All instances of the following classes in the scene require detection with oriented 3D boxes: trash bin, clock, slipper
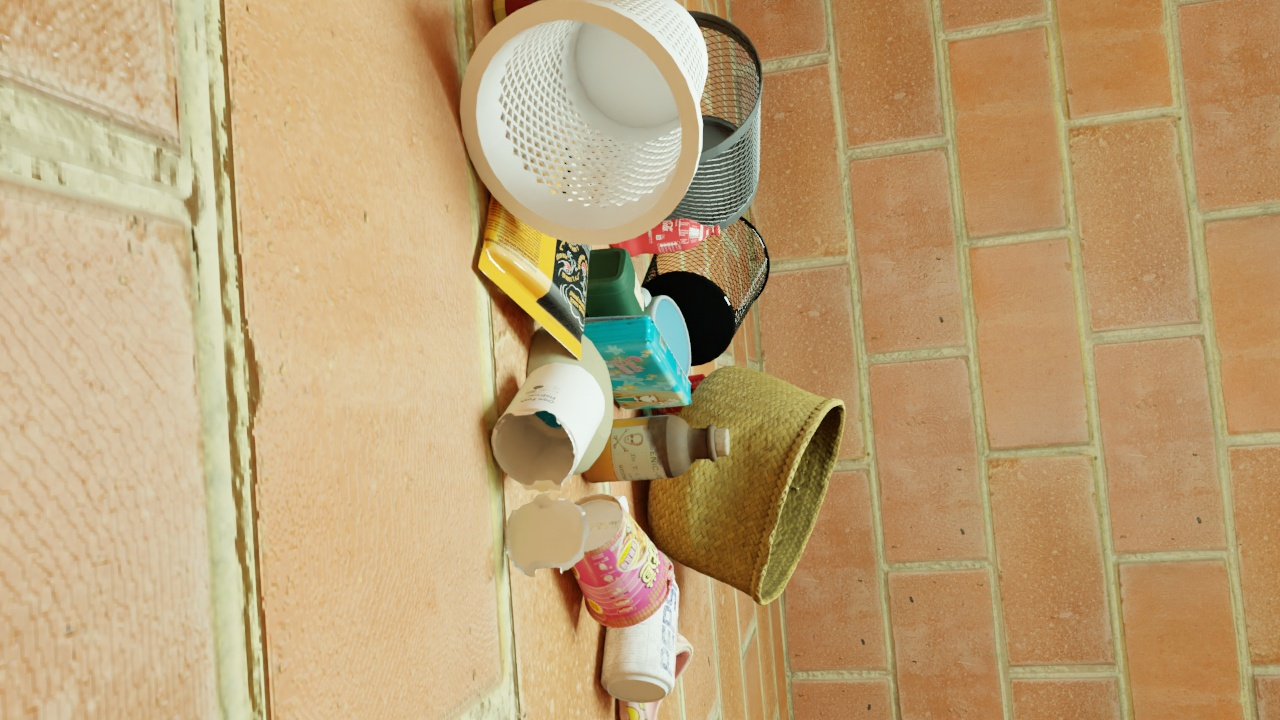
[{"bbox_3d":[0.059,-0.301,1.228,0.227,0.218,0.217,63,24,-68],"label":"trash bin"},{"bbox_3d":[0.004,-0.029,1.189,0.161,0.075,0.121,42,44,-54],"label":"clock"},{"bbox_3d":[-0.025,-0.232,0.796,0.199,0.196,0.196,-65,148,-54],"label":"trash bin"},{"bbox_3d":[0.083,-0.103,1.344,0.209,0.184,0.184,-62,145,-58],"label":"trash bin"},{"bbox_3d":[0.022,0.348,1.081,0.093,0.081,0.196,70,22,-52],"label":"slipper"}]

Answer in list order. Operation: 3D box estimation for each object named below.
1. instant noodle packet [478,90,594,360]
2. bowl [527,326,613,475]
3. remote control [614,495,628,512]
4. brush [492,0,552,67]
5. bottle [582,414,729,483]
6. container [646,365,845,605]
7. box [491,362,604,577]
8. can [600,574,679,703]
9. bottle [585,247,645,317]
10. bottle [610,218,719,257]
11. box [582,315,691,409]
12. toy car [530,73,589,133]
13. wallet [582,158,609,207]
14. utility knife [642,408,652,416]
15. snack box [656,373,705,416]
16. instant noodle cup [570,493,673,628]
[{"bbox_3d":[-0.089,-0.132,0.852,0.160,0.032,0.220,45,39,-49],"label":"instant noodle packet"},{"bbox_3d":[-0.061,0.038,0.901,0.152,0.050,0.152,-5,89,-77],"label":"bowl"},{"bbox_3d":[-0.034,0.191,1.047,0.136,0.013,0.043,-41,125,-75],"label":"remote control"},{"bbox_3d":[-0.106,-0.354,0.887,0.082,0.042,0.173,68,21,-52],"label":"brush"},{"bbox_3d":[0.017,0.093,0.983,0.067,0.157,0.068,-5,89,-77],"label":"bottle"},{"bbox_3d":[0.145,0.161,1.272,0.305,0.197,0.308,-48,150,-40],"label":"container"},{"bbox_3d":[-0.074,0.088,0.771,0.139,0.083,0.142,-62,150,-65],"label":"box"},{"bbox_3d":[0.001,0.297,1.009,0.078,0.078,0.135,71,19,-46],"label":"can"},{"bbox_3d":[-0.029,-0.063,1.062,0.131,0.061,0.061,70,21,-47],"label":"bottle"},{"bbox_3d":[0.032,-0.160,1.189,0.042,0.142,0.042,-5,89,-77],"label":"bottle"},{"bbox_3d":[-0.006,0.005,1.060,0.227,0.094,0.041,55,34,-65],"label":"box"},{"bbox_3d":[-0.086,-0.266,0.957,0.113,0.039,0.039,58,50,-65],"label":"toy car"},{"bbox_3d":[-0.059,-0.195,1.080,0.122,0.019,0.072,-68,150,-64],"label":"wallet"},{"bbox_3d":[0.008,0.073,1.285,0.022,0.015,0.126,-66,145,-63],"label":"utility knife"},{"bbox_3d":[0.064,0.056,1.363,0.133,0.089,0.021,55,29,-66],"label":"snack box"},{"bbox_3d":[-0.031,0.192,0.902,0.097,0.098,0.109,-81,153,-47],"label":"instant noodle cup"}]
